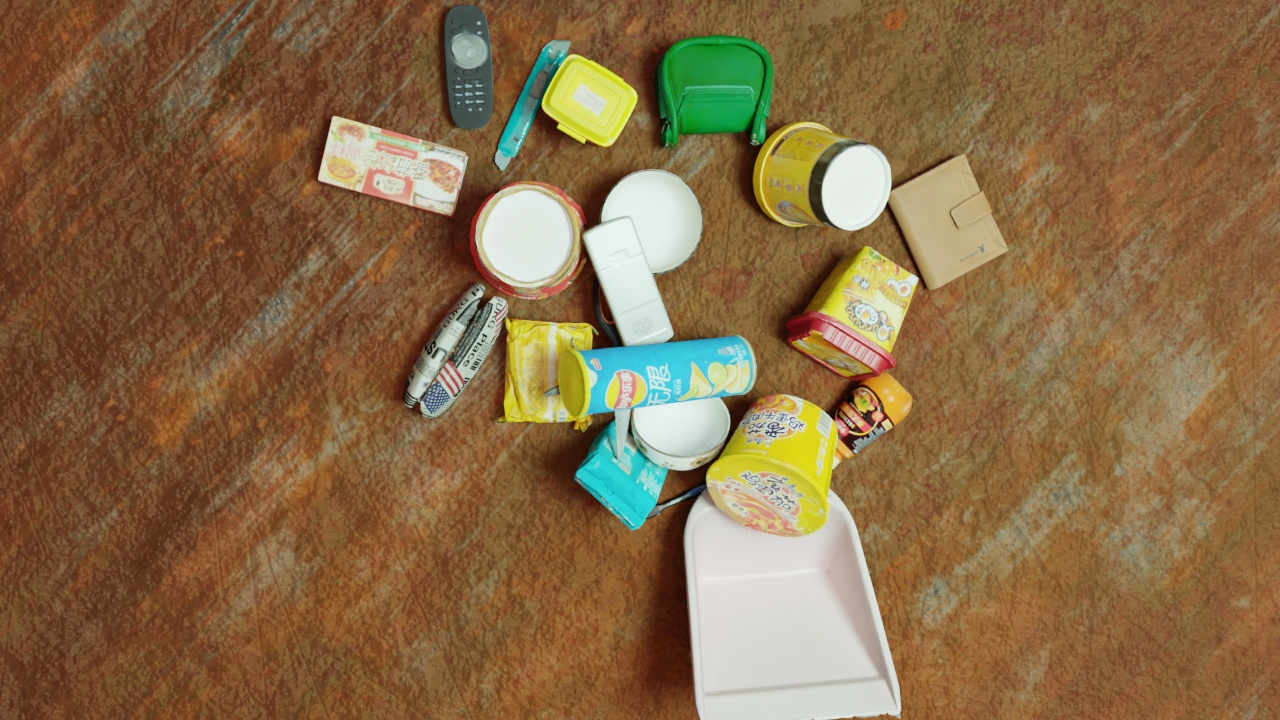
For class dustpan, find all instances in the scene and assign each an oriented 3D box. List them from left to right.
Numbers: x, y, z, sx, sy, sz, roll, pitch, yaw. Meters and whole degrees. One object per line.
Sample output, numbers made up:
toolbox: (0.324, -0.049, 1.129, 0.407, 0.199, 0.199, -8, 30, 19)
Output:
dustpan: (0.153, 0.254, 1.027, 0.222, 0.273, 0.139, -5, 125, -8)

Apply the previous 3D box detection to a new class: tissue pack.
tissue pack: (-0.021, 0.129, 1.035, 0.093, 0.133, 0.050, 42, 106, -3)

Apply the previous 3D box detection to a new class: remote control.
remote control: (-0.193, -0.328, 1.034, 0.053, 0.024, 0.136, -3, 94, -3)
remote control: (-0.013, -0.082, 1.007, 0.058, 0.021, 0.150, -23, 107, -8)

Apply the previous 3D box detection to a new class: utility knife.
utility knife: (-0.126, -0.294, 1.048, 0.029, 0.013, 0.166, 25, 93, -5)

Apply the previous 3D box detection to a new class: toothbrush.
toothbrush: (0.081, 0.152, 1.109, 0.189, 0.016, 0.014, -23, 93, -5)

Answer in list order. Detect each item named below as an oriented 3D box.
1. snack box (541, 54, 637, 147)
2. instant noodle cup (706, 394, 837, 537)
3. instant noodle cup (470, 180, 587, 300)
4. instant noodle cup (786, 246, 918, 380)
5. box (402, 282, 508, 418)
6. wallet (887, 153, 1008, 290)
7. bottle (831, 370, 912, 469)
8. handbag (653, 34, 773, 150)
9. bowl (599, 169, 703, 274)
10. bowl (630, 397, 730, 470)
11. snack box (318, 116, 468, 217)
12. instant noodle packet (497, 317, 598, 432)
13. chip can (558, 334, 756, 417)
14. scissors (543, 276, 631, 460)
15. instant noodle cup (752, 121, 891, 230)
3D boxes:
snack box: (-0.059, -0.282, 1.022, 0.091, 0.080, 0.082, 30, 91, -7)
instant noodle cup: (0.155, 0.112, 1.028, 0.138, 0.138, 0.109, 33, 50, -7)
instant noodle cup: (-0.126, -0.135, 1.015, 0.138, 0.108, 0.138, 0, 95, -4)
instant noodle cup: (0.249, -0.055, 1.059, 0.116, 0.116, 0.123, 31, 80, -6)
box: (-0.202, -0.004, 1.044, 0.082, 0.075, 0.163, 35, 89, -18)
wallet: (0.364, -0.165, 1.094, 0.108, 0.031, 0.132, -27, 98, 0)
bottle: (0.253, 0.080, 1.094, 0.149, 0.066, 0.067, -45, 97, 7)
handbag: (0.083, -0.301, 1.038, 0.131, 0.068, 0.120, -4, 96, -4)
bowl: (0.009, -0.156, 1.046, 0.116, 0.066, 0.116, -1, 96, -6)
bowl: (0.043, 0.084, 1.063, 0.113, 0.113, 0.062, 2, 138, -5)
snack box: (-0.278, -0.218, 1.036, 0.153, 0.025, 0.075, 15, 93, -6)
instant noodle packet: (-0.107, 0.017, 1.063, 0.110, 0.044, 0.128, 3, 97, -7)
chip can: (0.020, 0.014, 0.995, 0.209, 0.071, 0.071, -6, 96, -27)
scissors: (-0.009, 0.002, 1.042, 0.220, 0.022, 0.233, 4, 69, -24)
instant noodle cup: (0.205, -0.200, 1.016, 0.118, 0.114, 0.118, -9, 111, -24)
